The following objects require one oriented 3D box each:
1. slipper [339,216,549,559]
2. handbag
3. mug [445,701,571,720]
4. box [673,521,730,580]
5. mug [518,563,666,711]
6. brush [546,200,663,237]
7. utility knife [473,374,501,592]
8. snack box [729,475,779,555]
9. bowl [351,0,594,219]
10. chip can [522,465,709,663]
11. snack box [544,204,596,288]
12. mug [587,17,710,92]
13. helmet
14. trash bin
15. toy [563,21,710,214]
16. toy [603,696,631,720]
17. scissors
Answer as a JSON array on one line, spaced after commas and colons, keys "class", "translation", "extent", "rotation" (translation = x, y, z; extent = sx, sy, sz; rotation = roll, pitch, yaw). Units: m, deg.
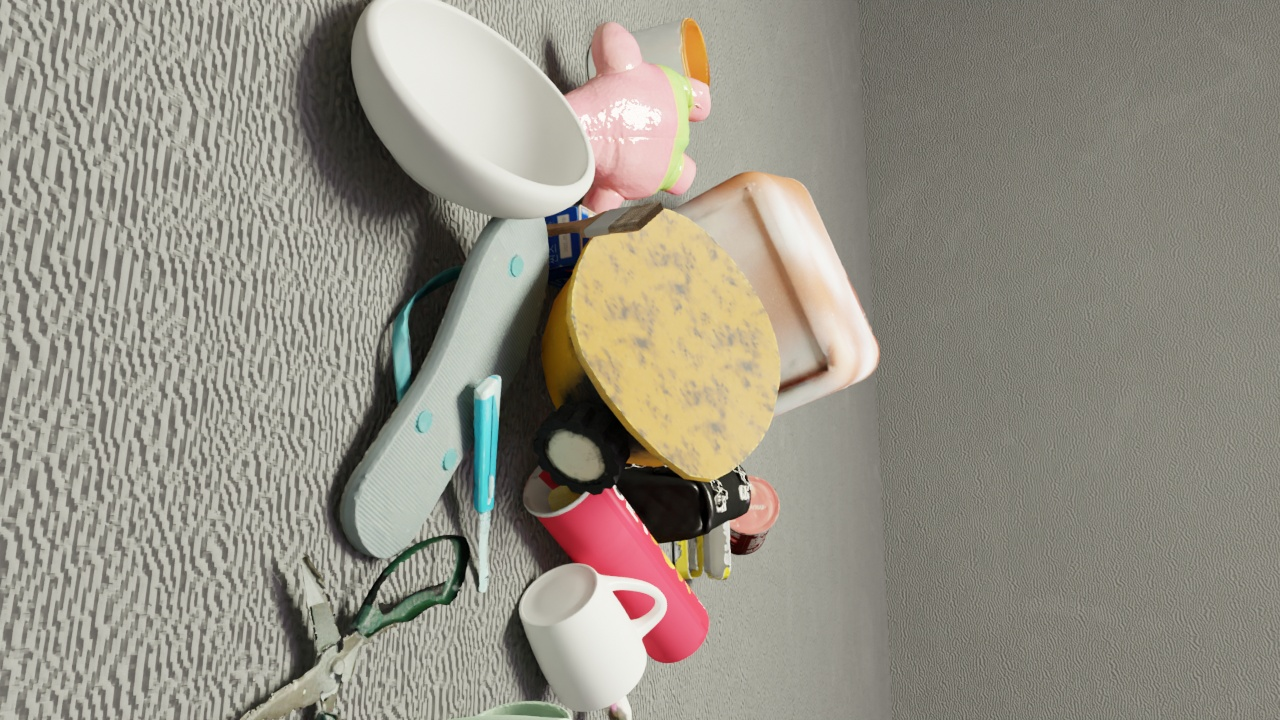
[{"class": "slipper", "translation": [-0.132, 0.007, 0.621], "extent": [0.268, 0.055, 0.098], "rotation": [-69, 152, -27]}, {"class": "handbag", "translation": [0.035, 0.116, 0.890], "extent": [0.153, 0.125, 0.114], "rotation": [8, 78, -67]}, {"class": "mug", "translation": [-0.090, 0.258, 0.582], "extent": [0.111, 0.104, 0.084], "rotation": [-43, 125, -62]}, {"class": "box", "translation": [0.069, 0.150, 1.072], "extent": [0.067, 0.070, 0.210], "rotation": [82, 7, -81]}, {"class": "mug", "translation": [-0.034, 0.208, 0.731], "extent": [0.081, 0.114, 0.088], "rotation": [35, -28, 60]}, {"class": "brush", "translation": [-0.054, -0.101, 0.692], "extent": [0.045, 0.143, 0.008], "rotation": [-48, 128, -50]}, {"class": "utility knife", "translation": [-0.108, 0.091, 0.639], "extent": [0.022, 0.015, 0.177], "rotation": [-37, 139, -52]}, {"class": "snack box", "translation": [0.128, 0.193, 1.129], "extent": [0.121, 0.072, 0.072], "rotation": [88, 7, -66]}, {"class": "bowl", "translation": [-0.117, -0.155, 0.607], "extent": [0.176, 0.066, 0.176], "rotation": [32, 34, -26]}, {"class": "chip can", "translation": [-0.015, 0.172, 0.788], "extent": [0.220, 0.069, 0.069], "rotation": [58, 33, -33]}, {"class": "snack box", "translation": [-0.035, -0.090, 0.856], "extent": [0.206, 0.057, 0.056], "rotation": [15, 71, -66]}, {"class": "mug", "translation": [0.010, -0.297, 0.940], "extent": [0.082, 0.105, 0.082], "rotation": [-5, 90, -68]}, {"class": "helmet", "translation": [-0.004, 0.004, 0.738], "extent": [0.205, 0.132, 0.254], "rotation": [49, 38, -12]}, {"class": "trash bin", "translation": [0.128, -0.068, 1.024], "extent": [0.157, 0.182, 0.259], "rotation": [-11, 77, -65]}, {"class": "toy", "translation": [-0.028, -0.209, 0.843], "extent": [0.236, 0.097, 0.192], "rotation": [-15, 120, -47]}, {"class": "toy", "translation": [-0.029, 0.265, 0.820], "extent": [0.079, 0.038, 0.122], "rotation": [62, 19, -17]}, {"class": "scissors", "translation": [-0.153, 0.189, 0.541], "extent": [0.203, 0.015, 0.202], "rotation": [-35, 122, -61]}]
